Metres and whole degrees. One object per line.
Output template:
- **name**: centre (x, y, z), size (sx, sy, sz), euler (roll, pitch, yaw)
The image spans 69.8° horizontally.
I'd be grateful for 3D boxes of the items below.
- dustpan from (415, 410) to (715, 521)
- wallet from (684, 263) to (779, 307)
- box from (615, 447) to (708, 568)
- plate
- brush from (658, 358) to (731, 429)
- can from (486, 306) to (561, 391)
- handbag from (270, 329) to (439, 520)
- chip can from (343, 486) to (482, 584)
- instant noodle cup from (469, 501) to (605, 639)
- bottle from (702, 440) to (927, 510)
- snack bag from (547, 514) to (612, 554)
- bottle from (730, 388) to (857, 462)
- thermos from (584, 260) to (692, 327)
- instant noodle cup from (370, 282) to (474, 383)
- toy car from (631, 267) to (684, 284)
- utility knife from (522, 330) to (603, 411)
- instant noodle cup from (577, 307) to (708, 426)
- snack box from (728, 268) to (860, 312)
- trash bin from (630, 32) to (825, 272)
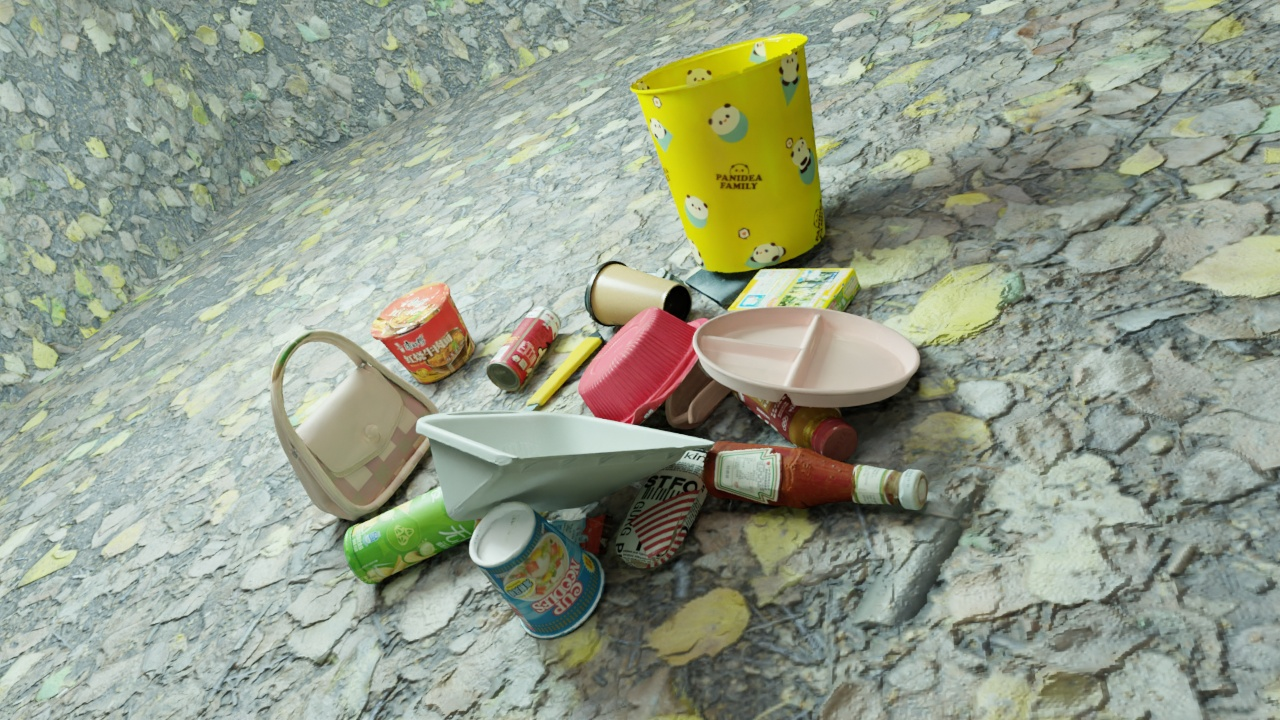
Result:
- **dustpan**: centre (-0.102, 0.070, 0.914), size (0.259, 0.222, 0.142), euler (-38, 61, 47)
- **wallet**: centre (0.123, -0.118, 1.255), size (0.097, 0.019, 0.121), euler (-34, 28, -8)
- **box**: centre (0.028, 0.137, 0.913), size (0.068, 0.051, 0.163), euler (7, 42, 25)
- **plate**: centre (0.168, -0.006, 0.945), size (0.229, 0.028, 0.229), euler (1, 23, -1)
- **brush**: centre (0.078, 0.021, 1.032), size (0.073, 0.063, 0.145), euler (-2, 39, 53)
- **can**: centre (-0.164, -0.019, 1.307), size (0.053, 0.053, 0.132), euler (-6, 37, 34)
- **handbag**: centre (-0.382, 0.067, 1.178), size (0.094, 0.234, 0.192), euler (-5, 37, 37)
- **chip can**: centre (-0.228, 0.180, 1.038), size (0.221, 0.072, 0.072), euler (-26, 30, 6)
- **instant noodle cup**: centre (-0.103, 0.192, 0.864), size (0.099, 0.110, 0.099), euler (-21, 39, 18)
- **bottle**: centre (0.156, 0.108, 0.839), size (0.206, 0.060, 0.059), euler (1, 41, 35)
- **snack bag**: centre (-0.078, 0.182, 0.953), size (0.104, 0.026, 0.048), euler (-12, 45, 29)
- **bottle**: centre (0.154, 0.049, 0.930), size (0.057, 0.057, 0.175), euler (-34, 30, -8)
- **thermos**: centre (-0.004, -0.083, 1.245), size (0.143, 0.093, 0.092), euler (15, 51, 39)
- **instant noodle cup**: centre (-0.330, -0.040, 1.425), size (0.138, 0.108, 0.137), euler (-21, 31, 13)
- **toy car**: centre (0.019, -0.110, 1.308), size (0.091, 0.043, 0.034), euler (9, 80, 40)
- **utility knife**: centre (-0.105, 0.018, 1.239), size (0.033, 0.015, 0.171), euler (2, 43, 51)
- **instant noodle cup**: centre (-0.006, 0.006, 1.055), size (0.194, 0.066, 0.193), euler (-44, 13, 13)
- **snack box**: centre (0.187, -0.076, 1.121), size (0.141, 0.034, 0.086), euler (2, 42, 45)
- **trash bin**: centre (0.131, -0.269, 1.210), size (0.230, 0.255, 0.229), euler (-15, 24, 7)
